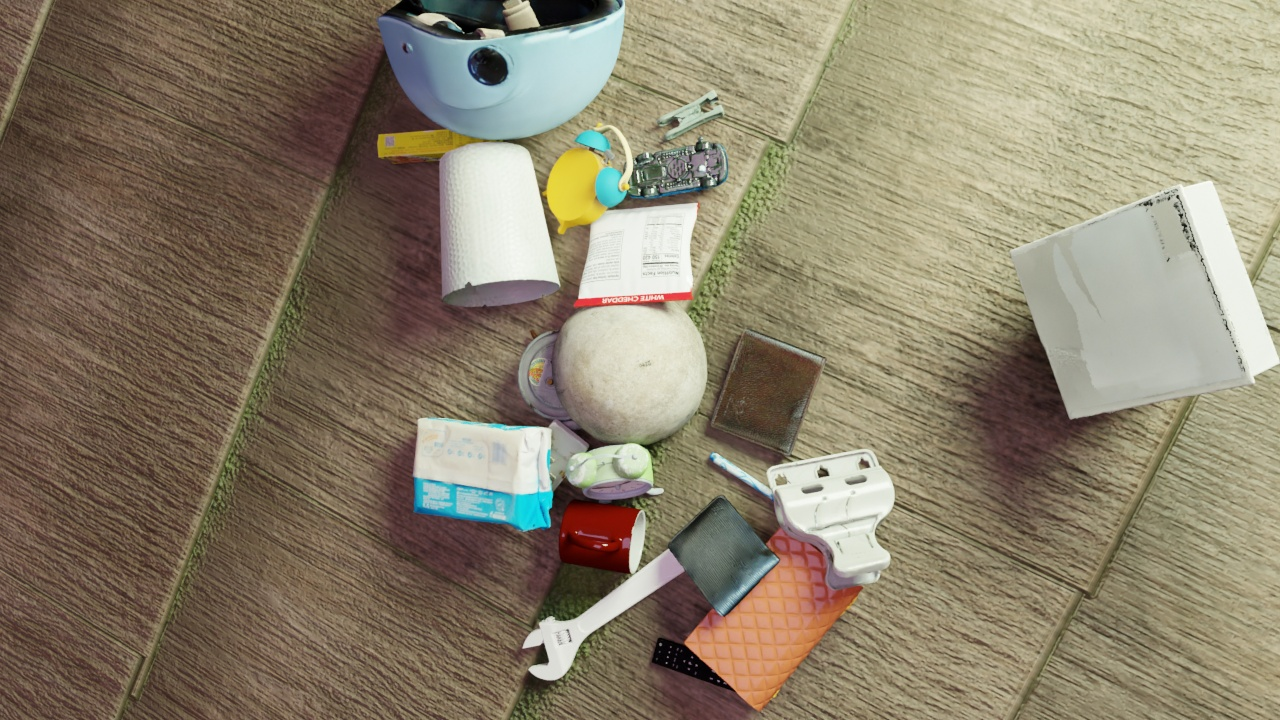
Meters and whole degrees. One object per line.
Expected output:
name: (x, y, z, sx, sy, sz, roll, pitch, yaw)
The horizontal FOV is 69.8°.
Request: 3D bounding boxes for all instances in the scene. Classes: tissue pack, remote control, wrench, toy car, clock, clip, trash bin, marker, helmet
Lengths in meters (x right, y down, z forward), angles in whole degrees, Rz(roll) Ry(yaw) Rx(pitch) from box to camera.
tissue pack: (-0.180, 0.128, 1.055, 0.210, 0.066, 0.117, 2, 90, 35)
remote control: (-0.115, 0.130, 1.068, 0.050, 0.011, 0.136, 38, 117, 0)
wrench: (-0.027, 0.282, 1.072, 0.273, 0.018, 0.066, -37, 83, 10)
toy car: (0.041, -0.215, 1.038, 0.120, 0.043, 0.056, -8, 89, 16)
clock: (-0.030, 0.124, 1.027, 0.094, 0.119, 0.042, -12, 67, 11)
clip: (0.209, 0.164, 0.967, 0.124, 0.075, 0.144, -11, 58, -3)
clock: (-0.060, -0.207, 1.047, 0.130, 0.043, 0.099, -38, 62, 31)
clock: (-0.086, 0.031, 1.063, 0.104, 0.056, 0.148, -8, 87, 11)
remote control: (0.083, 0.354, 1.049, 0.140, 0.009, 0.030, 15, 94, 13)
trash bin: (-0.168, -0.154, 1.049, 0.133, 0.133, 0.161, -10, 83, 13)
clip: (0.056, -0.278, 1.046, 0.076, 0.023, 0.045, -25, 83, 10)
marker: (0.138, 0.146, 1.034, 0.142, 0.013, 0.013, 33, 97, 11)
helmet: (-0.142, -0.335, 1.007, 0.266, 0.224, 0.167, 2, 128, 14)

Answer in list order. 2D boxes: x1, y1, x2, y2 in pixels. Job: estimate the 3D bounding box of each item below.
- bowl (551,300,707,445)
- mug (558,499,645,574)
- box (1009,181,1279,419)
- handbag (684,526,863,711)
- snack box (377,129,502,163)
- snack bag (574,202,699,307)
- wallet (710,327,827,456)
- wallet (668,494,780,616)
bowl: (-0.006, 0.006, 1.002, 0.178, 0.081, 0.178, 1, 86, -8)
mug: (-0.047, 0.200, 1.029, 0.082, 0.105, 0.073, 7, 89, 13)
box: (0.483, -0.057, 0.889, 0.172, 0.379, 0.167, -19, 86, 29)
handbag: (0.147, 0.279, 1.004, 0.109, 0.060, 0.172, 40, 90, 17)
snack box: (-0.241, -0.259, 1.106, 0.148, 0.040, 0.029, -1, 90, 13)
snack bag: (-0.002, -0.122, 1.025, 0.131, 0.039, 0.143, -3, 54, 13)
wallet: (0.142, 0.035, 1.025, 0.099, 0.031, 0.120, 22, 96, 15)
wallet: (0.088, 0.209, 1.000, 0.089, 0.026, 0.115, -46, 47, 2)
